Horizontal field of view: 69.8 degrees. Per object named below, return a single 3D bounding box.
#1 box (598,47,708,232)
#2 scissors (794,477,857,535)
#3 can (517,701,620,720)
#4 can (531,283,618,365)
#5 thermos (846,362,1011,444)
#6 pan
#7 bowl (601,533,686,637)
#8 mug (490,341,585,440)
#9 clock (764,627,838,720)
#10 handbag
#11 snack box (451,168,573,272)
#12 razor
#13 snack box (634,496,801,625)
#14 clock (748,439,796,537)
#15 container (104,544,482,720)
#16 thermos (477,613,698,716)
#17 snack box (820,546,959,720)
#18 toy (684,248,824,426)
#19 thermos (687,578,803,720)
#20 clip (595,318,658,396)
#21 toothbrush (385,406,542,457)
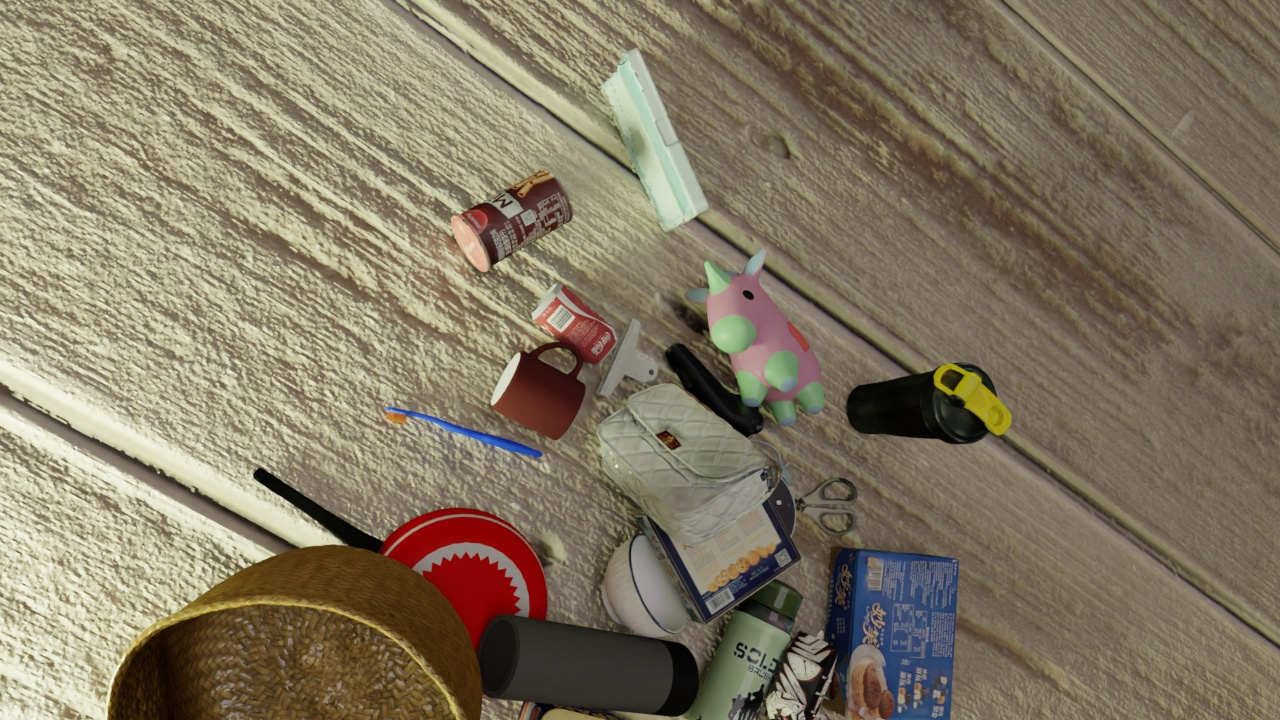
[{"bbox_3d":[0.016,-0.253,1.074,0.040,0.135,0.197,-25,94,-11],"label":"box"},{"bbox_3d":[0.207,0.174,1.176,0.171,0.013,0.121,32,75,-12],"label":"scissors"},{"bbox_3d":[-0.071,0.406,1.003,0.116,0.092,0.056,21,78,-18],"label":"can"},{"bbox_3d":[-0.075,-0.041,1.064,0.096,0.054,0.054,40,73,-13],"label":"can"},{"bbox_3d":[0.343,0.055,1.125,0.098,0.221,0.098,2,85,-21],"label":"thermos"},{"bbox_3d":[-0.254,0.221,0.972,0.356,0.067,0.208,39,73,-17],"label":"pan"},{"bbox_3d":[-0.004,0.264,1.047,0.062,0.118,0.118,-28,97,20],"label":"bowl"},{"bbox_3d":[-0.108,0.025,1.033,0.082,0.073,0.105,29,81,-16],"label":"mug"},{"bbox_3d":[0.191,0.401,1.083,0.065,0.115,0.154,20,52,24],"label":"clock"},{"bbox_3d":[0.047,0.106,1.025,0.138,0.195,0.072,-30,132,-22],"label":"handbag"},{"bbox_3d":[-0.144,-0.160,1.039,0.121,0.072,0.072,-34,97,-21],"label":"snack box"},{"bbox_3d":[0.091,0.035,1.128,0.151,0.054,0.067,49,59,-3],"label":"razor"},{"bbox_3d":[0.091,0.204,1.061,0.144,0.043,0.145,-28,91,-19],"label":"snack box"},{"bbox_3d":[0.129,0.175,1.123,0.122,0.045,0.159,20,78,-13],"label":"clock"},{"bbox_3d":[-0.292,0.324,0.838,0.307,0.196,0.307,0,97,-1],"label":"container"},{"bbox_3d":[-0.051,0.332,0.991,0.240,0.082,0.082,21,77,-34],"label":"thermos"},{"bbox_3d":[0.318,0.347,1.171,0.155,0.069,0.202,9,81,-20],"label":"snack box"},{"bbox_3d":[0.153,-0.021,1.125,0.222,0.120,0.170,32,39,-44],"label":"toy"},{"bbox_3d":[0.123,0.371,1.093,0.082,0.082,0.231,30,75,-16],"label":"thermos"},{"bbox_3d":[-0.006,0.005,1.094,0.058,0.050,0.101,24,78,-4],"label":"clip"},{"bbox_3d":[-0.196,0.083,1.027,0.182,0.016,0.018,19,84,-18],"label":"toothbrush"}]
